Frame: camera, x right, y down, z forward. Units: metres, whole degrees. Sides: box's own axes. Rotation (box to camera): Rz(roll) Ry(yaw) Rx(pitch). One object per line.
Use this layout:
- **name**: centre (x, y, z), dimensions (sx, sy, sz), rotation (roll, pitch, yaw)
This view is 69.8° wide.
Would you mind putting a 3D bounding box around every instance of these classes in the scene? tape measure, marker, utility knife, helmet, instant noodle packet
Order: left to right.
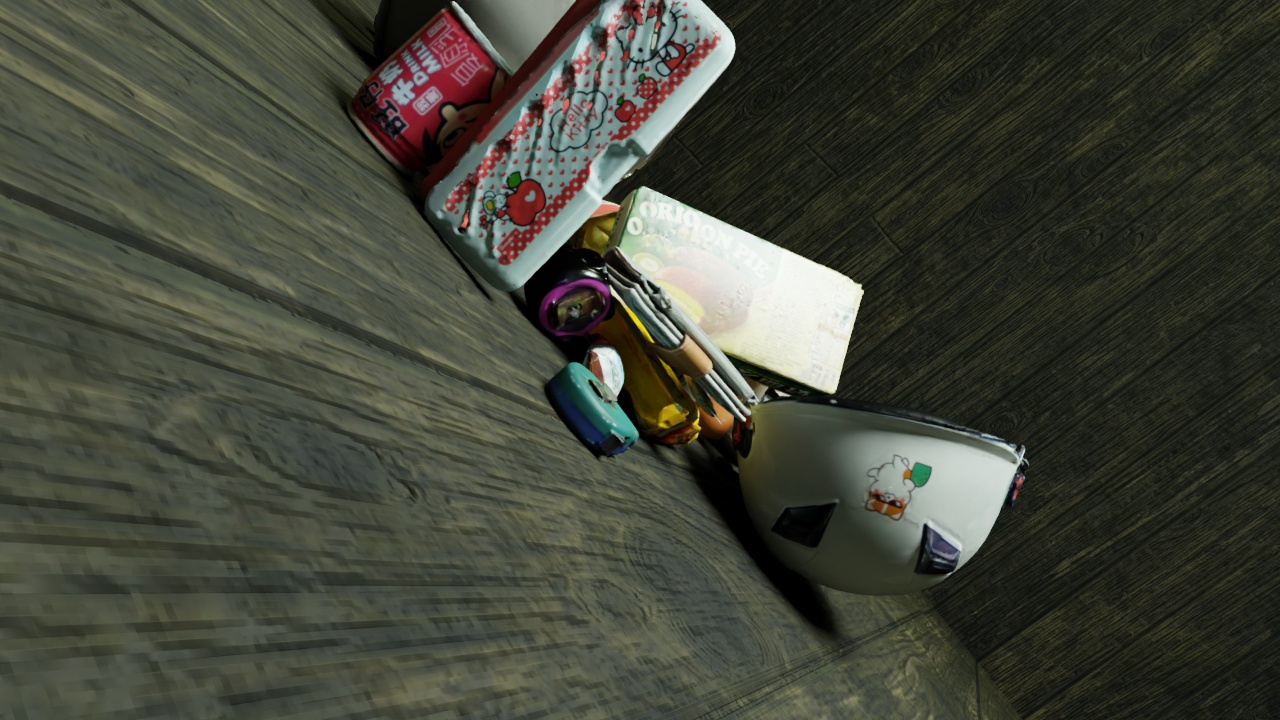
- **tape measure**: centre (-0.047, -0.044, 0.610), dimensions (0.039, 0.058, 0.057), rotation (-118, -165, -46)
- **tape measure**: centre (-0.027, 0.026, 0.516), dimensions (0.058, 0.025, 0.054), rotation (52, 6, 13)
- **instant noodle packet**: centre (-0.004, 0.004, 0.692), dimensions (0.128, 0.044, 0.111), rotation (56, 2, 14)
- **utility knife**: centre (0.045, 0.026, 0.713), dimensions (0.031, 0.019, 0.182), rotation (49, 8, -7)
- **marker**: centre (0.107, 0.123, 0.908), dimensions (0.124, 0.015, 0.018), rotation (39, 9, -45)
- **helmet**: centre (0.180, 0.113, 0.753), dimensions (0.230, 0.157, 0.274), rotation (11, -1, 5)

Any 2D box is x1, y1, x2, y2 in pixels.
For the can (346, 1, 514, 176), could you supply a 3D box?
- **can**: centre (-0.130, -0.169, 0.579), dimensions (0.066, 0.094, 0.066), rotation (50, 8, -9)

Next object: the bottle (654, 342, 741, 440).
- **bottle**: centre (0.037, 0.008, 0.886), dimensions (0.149, 0.067, 0.066), rotation (44, 7, 5)

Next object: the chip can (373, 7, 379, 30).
- **chip can**: centre (-0.175, -0.270, 0.908), dimensions (0.210, 0.071, 0.071), rotation (52, 7, 9)

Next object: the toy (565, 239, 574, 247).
- **toy**: centre (-0.083, -0.153, 1.057), dimensions (0.096, 0.030, 0.092), rotation (48, 5, 8)

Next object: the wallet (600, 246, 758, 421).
- **wallet**: centre (0.024, -0.017, 0.651), dimensions (0.129, 0.037, 0.106), rotation (45, 5, -23)

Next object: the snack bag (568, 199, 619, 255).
- **snack bag**: centre (-0.058, -0.153, 0.952), dimensions (0.128, 0.073, 0.208), rotation (36, 8, -36)

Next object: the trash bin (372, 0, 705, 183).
- **trash bin**: centre (-0.080, -0.262, 0.795), dimensions (0.220, 0.198, 0.199), rotation (52, -31, 0)

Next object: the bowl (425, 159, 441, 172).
- **bowl**: centre (-0.128, -0.162, 0.675), dimensions (0.116, 0.066, 0.116), rotation (49, 8, -9)

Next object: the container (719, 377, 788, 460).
- **container**: centre (0.131, 0.072, 0.976), dimensions (0.111, 0.090, 0.090), rotation (52, -6, -12)

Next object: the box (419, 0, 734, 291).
- **box**: centre (-0.037, -0.140, 0.565), dimensions (0.100, 0.201, 0.094), rotation (45, 10, 8)

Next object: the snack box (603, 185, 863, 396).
- **snack box**: centre (0.079, -0.057, 0.842), dimensions (0.240, 0.114, 0.063), rotation (21, -13, -15)

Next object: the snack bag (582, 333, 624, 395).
- **snack bag**: centre (-0.025, 0.009, 0.597), dimensions (0.105, 0.026, 0.045), rotation (-87, 170, -81)
